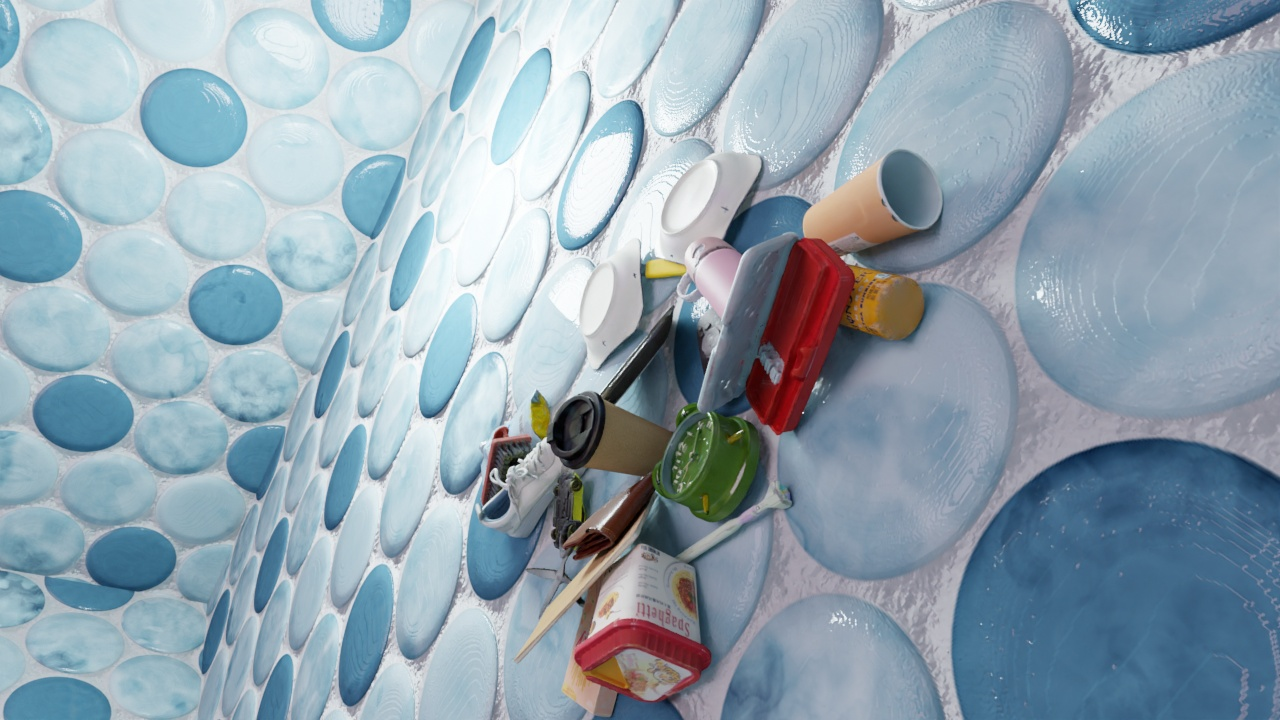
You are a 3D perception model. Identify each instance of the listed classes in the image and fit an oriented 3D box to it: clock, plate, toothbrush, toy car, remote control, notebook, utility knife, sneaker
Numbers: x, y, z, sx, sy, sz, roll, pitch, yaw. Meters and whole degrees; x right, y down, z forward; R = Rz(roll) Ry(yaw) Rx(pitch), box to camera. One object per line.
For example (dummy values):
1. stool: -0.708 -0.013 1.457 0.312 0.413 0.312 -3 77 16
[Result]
1. clock: 0.064 0.106 0.988 0.116 0.056 0.161 -65 21 -2
2. plate: 0.074 -0.203 1.180 0.164 0.034 0.164 -61 29 -1
3. toothbrush: 0.088 0.178 0.955 0.190 0.020 0.029 -44 71 40
4. toy car: -0.093 0.201 1.224 0.048 0.032 0.105 -23 61 49
5. remote control: 0.092 -0.005 1.055 0.053 0.024 0.136 -48 35 36
6. notebook: -0.059 0.245 1.051 0.208 0.008 0.147 -49 -1 14
7. plate: -0.050 -0.085 1.315 0.165 0.034 0.163 -44 39 47
8. plate: -0.007 0.007 1.153 0.179 0.024 0.179 -50 2 3
9. utility knife: 0.031 -0.127 1.241 0.224 0.015 0.033 4 72 60
10. sneaker: -0.152 0.157 1.296 0.243 0.090 0.089 -52 35 28

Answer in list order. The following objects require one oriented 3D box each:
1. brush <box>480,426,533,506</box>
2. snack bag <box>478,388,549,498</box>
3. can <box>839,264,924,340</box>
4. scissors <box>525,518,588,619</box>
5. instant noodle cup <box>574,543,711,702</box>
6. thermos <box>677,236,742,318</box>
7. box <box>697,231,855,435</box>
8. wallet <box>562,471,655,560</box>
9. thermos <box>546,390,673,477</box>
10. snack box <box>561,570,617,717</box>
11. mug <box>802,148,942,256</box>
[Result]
1. brush: -0.208 0.172 1.388 0.069 0.063 0.146 47 132 42
2. snack bag: -0.206 0.134 1.451 0.192 0.038 0.110 -44 50 38
3. can: 0.200 -0.062 0.875 0.146 0.058 0.058 27 96 60
4. scissors: -0.104 0.277 1.191 0.181 0.014 0.159 13 100 52
5. instant noodle cup: 0.005 0.270 0.954 0.117 0.116 0.124 -44 26 38
6. thermos: 0.100 -0.071 1.034 0.087 0.067 0.198 -47 35 10
7. box: 0.116 -0.021 0.878 0.095 0.100 0.202 -121 33 -43
8. wallet: -0.032 0.182 1.076 0.101 0.032 0.125 -44 1 -33
9. thermos: -0.029 0.094 1.074 0.093 0.143 0.093 -35 45 44
10. snack box: -0.044 0.325 1.076 0.085 0.026 0.157 0 72 59
11. mug: 0.218 -0.143 0.886 0.123 0.078 0.078 -25 51 58
